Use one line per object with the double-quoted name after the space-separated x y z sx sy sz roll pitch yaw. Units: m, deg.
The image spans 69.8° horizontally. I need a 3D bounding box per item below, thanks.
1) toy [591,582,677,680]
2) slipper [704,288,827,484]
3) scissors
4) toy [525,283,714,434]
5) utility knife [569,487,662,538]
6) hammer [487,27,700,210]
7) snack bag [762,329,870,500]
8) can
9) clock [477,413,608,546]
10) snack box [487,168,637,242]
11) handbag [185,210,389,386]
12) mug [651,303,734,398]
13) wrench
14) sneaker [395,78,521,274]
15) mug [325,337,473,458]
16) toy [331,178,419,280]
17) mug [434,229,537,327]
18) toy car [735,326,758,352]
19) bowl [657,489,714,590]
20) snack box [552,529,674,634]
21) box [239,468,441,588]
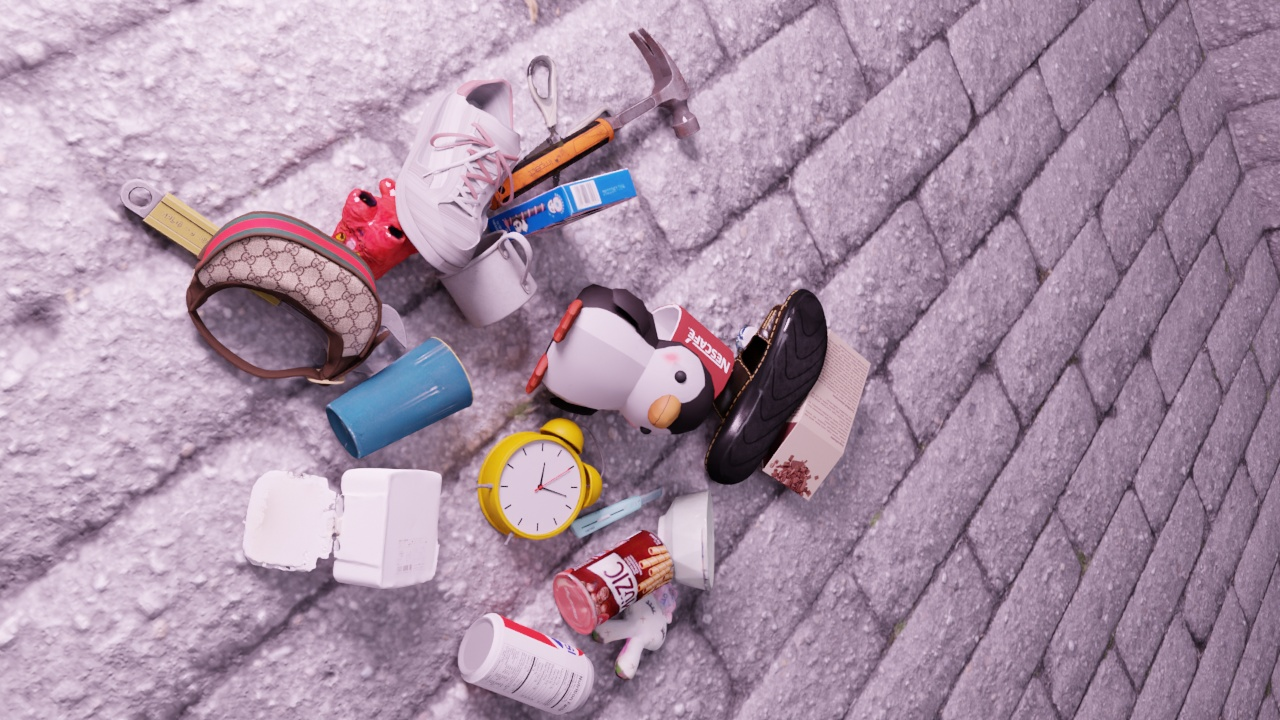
0.001 0.304 1.061 0.122 0.038 0.079 -39 103 -36 "toy"
0.151 0.031 1.168 0.113 0.076 0.268 29 89 -38 "slipper"
-0.088 -0.264 1.043 0.157 0.013 0.171 -14 97 -36 "scissors"
-0.006 0.006 0.988 0.184 0.159 0.139 29 31 -4 "toy"
-0.026 0.174 1.064 0.140 0.015 0.022 -18 97 -40 "utility knife"
-0.061 -0.263 1.033 0.313 0.035 0.138 -39 114 -32 "hammer"
0.226 0.073 1.228 0.094 0.070 0.206 34 67 -31 "snack bag"
-0.117 0.315 0.947 0.132 0.070 0.070 34 67 -31 "can"
-0.102 0.127 0.983 0.151 0.052 0.113 -30 105 -31 "clock"
-0.084 -0.157 0.950 0.087 0.154 0.033 -23 99 -37 "snack box"
-0.309 -0.046 0.809 0.166 0.063 0.138 32 106 -32 "handbag"
0.043 0.008 1.083 0.096 0.081 0.116 39 63 -29 "mug"
-0.333 -0.074 0.827 0.273 0.018 0.083 39 86 -29 "wrench"
-0.162 -0.191 0.878 0.099 0.090 0.235 33 43 -37 "sneaker"
-0.232 0.039 0.877 0.121 0.078 0.078 -32 106 -29 "mug"
-0.245 -0.120 0.895 0.088 0.094 0.132 52 27 12 "toy"
-0.145 -0.086 0.925 0.070 0.113 0.084 59 41 -22 "mug"
0.162 -0.011 1.211 0.089 0.027 0.038 41 66 -28 "toy car"
0.053 0.211 1.078 0.117 0.061 0.117 -1 89 -82 "bowl"
-0.029 0.244 1.019 0.121 0.072 0.072 -22 100 -37 "snack box"
-0.278 0.152 0.841 0.151 0.132 0.107 18 72 -68 "box"
